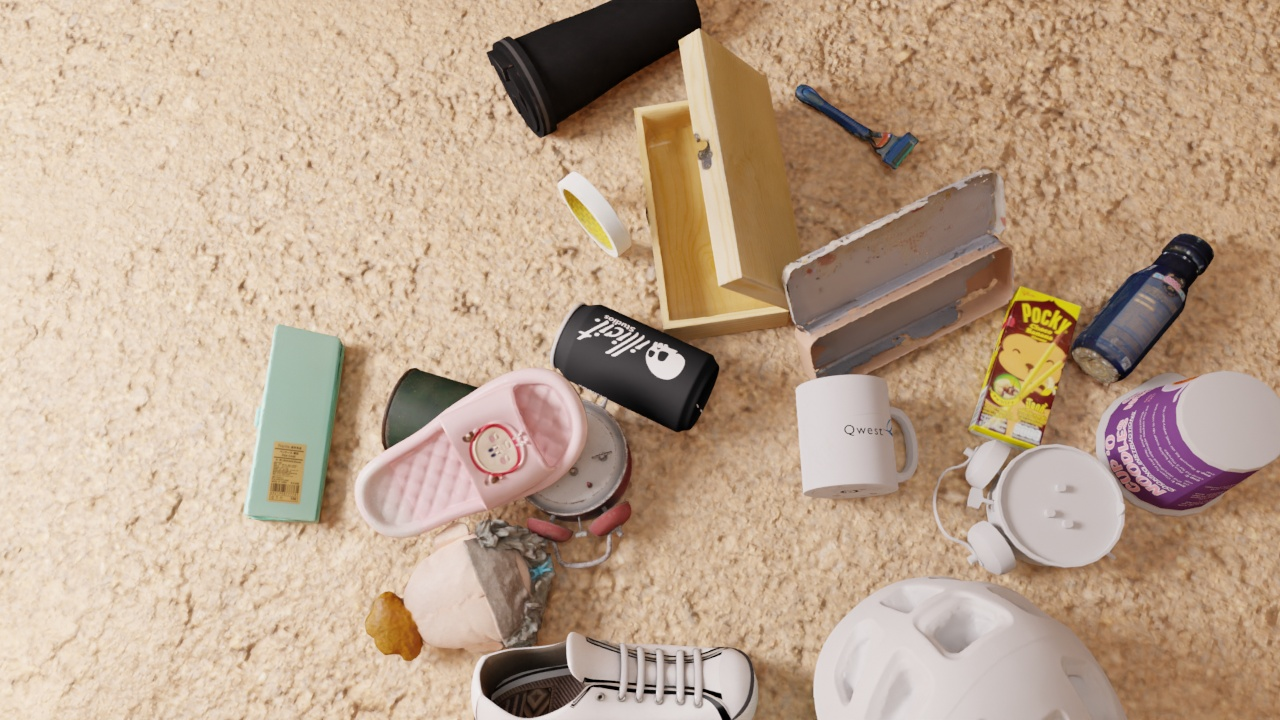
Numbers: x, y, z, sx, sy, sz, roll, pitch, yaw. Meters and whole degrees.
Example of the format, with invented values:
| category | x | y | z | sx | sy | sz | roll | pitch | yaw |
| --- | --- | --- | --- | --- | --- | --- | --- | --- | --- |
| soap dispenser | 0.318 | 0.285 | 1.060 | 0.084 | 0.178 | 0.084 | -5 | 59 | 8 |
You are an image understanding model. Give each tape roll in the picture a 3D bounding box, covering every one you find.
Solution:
| category | x | y | z | sx | sy | sz | roll | pitch | yaw |
| --- | --- | --- | --- | --- | --- | --- | --- | --- | --- |
| tape roll | -0.046 | -0.144 | 0.912 | 0.019 | 0.094 | 0.094 | -40 | 74 | -7 |

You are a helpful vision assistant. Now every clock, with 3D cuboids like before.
| category | x | y | z | sx | sy | sz | roll | pitch | yaw |
| --- | --- | --- | --- | --- | --- | --- | --- | --- | --- |
| clock | 0.342 | 0.130 | 0.810 | 0.159 | 0.061 | 0.119 | 3 | 73 | 5 |
| clock | -0.062 | 0.112 | 0.853 | 0.110 | 0.062 | 0.156 | -9 | 73 | 2 |

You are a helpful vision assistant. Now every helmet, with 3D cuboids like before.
| category | x | y | z | sx | sy | sz | roll | pitch | yaw |
| --- | --- | --- | --- | --- | --- | --- | --- | --- | --- |
| helmet | 0.270 | 0.312 | 0.708 | 0.224 | 0.184 | 0.282 | -19 | 98 | -16 |

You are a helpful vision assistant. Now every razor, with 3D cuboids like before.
| category | x | y | z | sx | sy | sz | roll | pitch | yaw |
| --- | --- | --- | --- | --- | --- | --- | --- | --- | --- |
| razor | 0.221 | -0.249 | 0.960 | 0.141 | 0.018 | 0.043 | 38 | 80 | 18 |

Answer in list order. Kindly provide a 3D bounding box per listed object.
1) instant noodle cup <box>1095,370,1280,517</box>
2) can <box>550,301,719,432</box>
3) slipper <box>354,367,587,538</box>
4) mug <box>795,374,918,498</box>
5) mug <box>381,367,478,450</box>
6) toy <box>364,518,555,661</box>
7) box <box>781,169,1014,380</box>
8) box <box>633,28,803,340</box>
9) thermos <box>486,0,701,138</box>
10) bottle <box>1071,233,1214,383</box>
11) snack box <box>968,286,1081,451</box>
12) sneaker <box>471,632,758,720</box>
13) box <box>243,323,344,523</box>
| category | x | y | z | sx | sy | sz | roll | pitch | yaw |
| --- | --- | --- | --- | --- | --- | --- | --- | --- | --- |
| instant noodle cup | 0.479 | 0.058 | 0.787 | 0.122 | 0.122 | 0.136 | 14 | 75 | 9 |
| can | -0.005 | 0.005 | 0.870 | 0.146 | 0.080 | 0.080 | 25 | 77 | 12 |
| slipper | -0.147 | 0.088 | 0.799 | 0.222 | 0.055 | 0.107 | -28 | 100 | 5 |
| mug | 0.203 | 0.073 | 0.838 | 0.119 | 0.083 | 0.096 | 6 | 71 | -23 |
| mug | -0.192 | 0.071 | 0.873 | 0.081 | 0.084 | 0.111 | 15 | 106 | 8 |
| toy | -0.160 | 0.214 | 0.825 | 0.176 | 0.076 | 0.132 | -19 | 87 | -3 |
| box | 0.239 | -0.072 | 0.840 | 0.216 | 0.151 | 0.043 | -26 | 44 | -3 |
| box | 0.082 | -0.160 | 0.891 | 0.141 | 0.185 | 0.248 | -2 | 73 | -18 |
| thermos | -0.046 | -0.328 | 0.970 | 0.218 | 0.106 | 0.106 | -31 | 73 | -10 |
| bottle | 0.470 | -0.051 | 0.856 | 0.056 | 0.056 | 0.160 | 41 | 80 | 15 |
| snack box | 0.362 | 0.008 | 0.864 | 0.061 | 0.026 | 0.148 | 20 | 76 | 10 |
| sneaker | -0.027 | 0.266 | 0.768 | 0.245 | 0.097 | 0.091 | -5 | 37 | 8 |
| box | -0.337 | 0.060 | 0.885 | 0.077 | 0.080 | 0.188 | 3 | 74 | 5 |
